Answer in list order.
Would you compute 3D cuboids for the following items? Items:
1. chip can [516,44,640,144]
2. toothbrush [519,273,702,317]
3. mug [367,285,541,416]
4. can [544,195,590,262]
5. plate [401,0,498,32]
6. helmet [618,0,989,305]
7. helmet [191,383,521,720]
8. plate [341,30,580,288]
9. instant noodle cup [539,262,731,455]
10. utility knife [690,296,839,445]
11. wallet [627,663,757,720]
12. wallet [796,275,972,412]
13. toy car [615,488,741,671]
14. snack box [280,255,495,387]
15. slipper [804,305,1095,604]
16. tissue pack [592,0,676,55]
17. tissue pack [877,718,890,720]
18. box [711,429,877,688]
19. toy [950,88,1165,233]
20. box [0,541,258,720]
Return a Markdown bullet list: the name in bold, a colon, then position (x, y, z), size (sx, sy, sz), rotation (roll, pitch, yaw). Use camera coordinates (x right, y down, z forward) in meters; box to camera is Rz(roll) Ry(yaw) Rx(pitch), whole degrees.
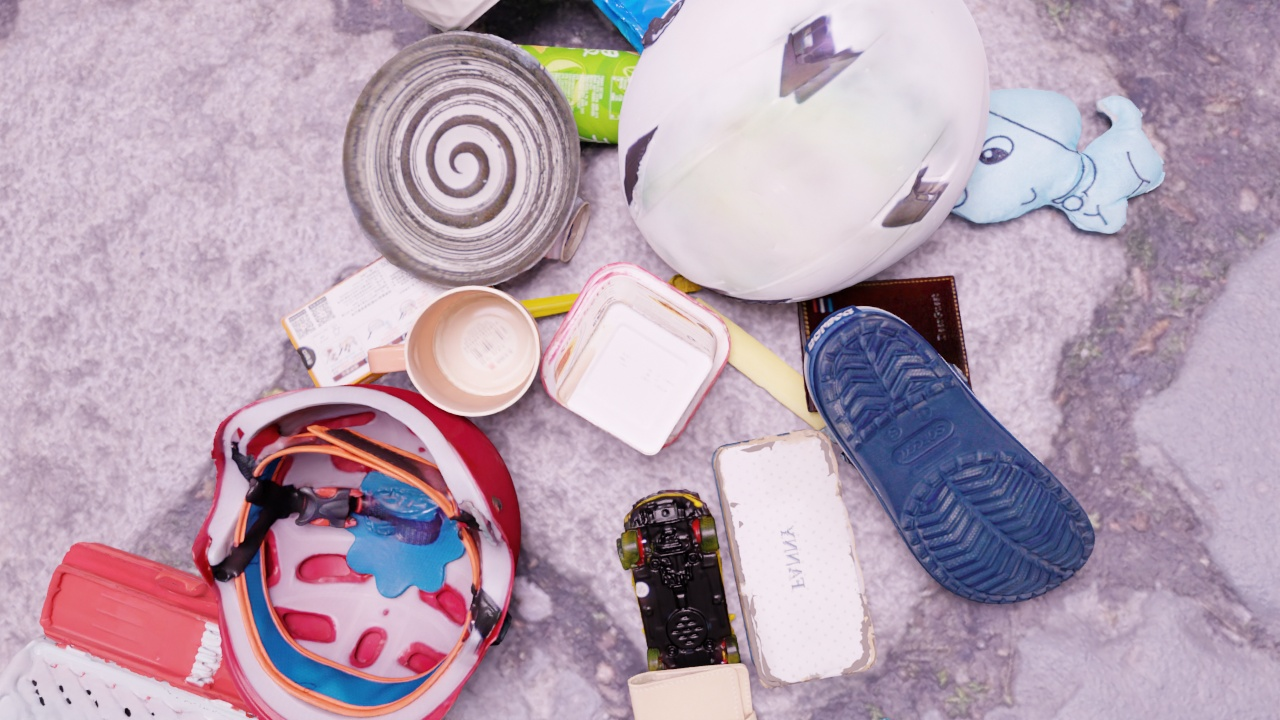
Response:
- **chip can**: position (-0.052, -0.200, 0.692), size (0.221, 0.072, 0.072), rotation (5, 83, 4)
- **toothbrush**: position (-0.045, -0.044, 0.687), size (0.190, 0.016, 0.016), rotation (-10, 102, -5)
- **mug**: position (-0.124, -0.007, 0.623), size (0.114, 0.106, 0.081), rotation (-8, 94, -3)
- **can**: position (-0.108, -0.122, 0.695), size (0.134, 0.053, 0.053), rotation (24, 85, 7)
- **plate**: position (-0.080, -0.305, 0.655), size (0.205, 0.205, 0.045), rotation (-40, 111, -2)
- **helmet**: position (0.094, -0.130, 0.581), size (0.259, 0.145, 0.229), rotation (-32, 112, 27)
- **helmet**: position (-0.177, 0.128, 0.629), size (0.207, 0.143, 0.240), rotation (12, 101, 7)
- **plate**: position (-0.126, -0.141, 0.657), size (0.179, 0.024, 0.179), rotation (2, 98, 11)
- **instant noodle cup**: position (-0.004, 0.004, 0.624), size (0.116, 0.124, 0.116), rotation (31, 97, -4)
- **utility knife**: position (0.088, 0.005, 0.684), size (0.167, 0.018, 0.031), rotation (38, 91, 9)
- **wallet**: position (0.043, 0.268, 0.637), size (0.087, 0.024, 0.115), rotation (-10, 99, -2)
- **wallet**: position (0.178, -0.012, 0.675), size (0.122, 0.020, 0.096), rotation (-3, 83, -4)
- **toy car**: position (0.029, 0.171, 0.654), size (0.071, 0.041, 0.156), rotation (-12, 92, 4)
- **snack box**: position (-0.191, -0.038, 0.705), size (0.154, 0.026, 0.075), rotation (-32, 82, 0)
- **slipper**: position (0.198, 0.065, 0.629), size (0.105, 0.095, 0.253), rotation (-42, 104, 11)
- **tissue pack**: position (0.021, -0.281, 0.683), size (0.095, 0.052, 0.156), rotation (49, 47, 7)
- **tissue pack**: position (0.163, 0.319, 0.623), size (0.093, 0.050, 0.133), rotation (42, 88, 6)
- **box**: position (0.104, 0.130, 0.647), size (0.090, 0.062, 0.184), rotation (-9, 80, 2)
- **toy**: position (0.293, -0.150, 0.673), size (0.156, 0.050, 0.161), rotation (43, 83, 6)
- **box**: position (-0.358, 0.231, 0.669), size (0.201, 0.059, 0.160), rotation (18, 69, 6)
